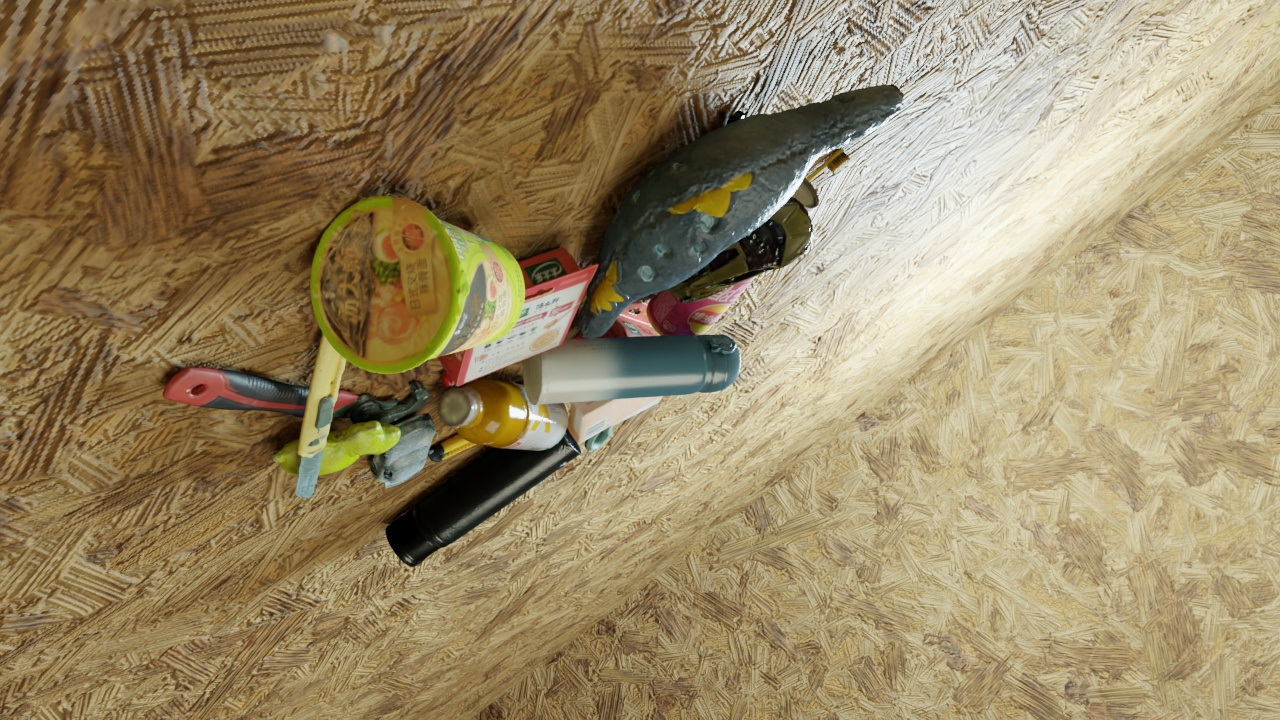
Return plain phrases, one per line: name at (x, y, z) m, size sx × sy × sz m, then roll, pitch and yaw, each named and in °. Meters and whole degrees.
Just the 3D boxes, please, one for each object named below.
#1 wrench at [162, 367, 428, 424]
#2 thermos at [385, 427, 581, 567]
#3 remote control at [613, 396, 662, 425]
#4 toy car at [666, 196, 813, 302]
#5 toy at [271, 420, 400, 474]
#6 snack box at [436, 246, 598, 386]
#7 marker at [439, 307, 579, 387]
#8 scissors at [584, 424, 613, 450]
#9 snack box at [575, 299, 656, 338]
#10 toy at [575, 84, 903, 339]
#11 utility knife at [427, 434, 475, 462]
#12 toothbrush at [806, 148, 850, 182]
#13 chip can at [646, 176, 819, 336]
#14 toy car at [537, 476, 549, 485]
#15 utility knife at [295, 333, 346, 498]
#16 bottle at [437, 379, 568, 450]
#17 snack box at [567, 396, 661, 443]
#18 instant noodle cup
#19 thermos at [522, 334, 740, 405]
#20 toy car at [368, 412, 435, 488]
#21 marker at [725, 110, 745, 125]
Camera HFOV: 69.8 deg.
wrench at (-0.263, 0.031, 0.736) m, size 0.056 × 0.016 × 0.273 m, roll -44°, pitch 161°, yaw 13°
thermos at (-0.189, 0.149, 1.100) m, size 0.242 × 0.068 × 0.090 m, roll -34°, pitch -166°, yaw 3°
remote control at (-0.025, 0.063, 1.226) m, size 0.135 × 0.020 × 0.056 m, roll -25°, pitch 158°, yaw -27°
toy car at (0.086, -0.106, 0.867) m, size 0.158 × 0.070 × 0.042 m, roll -22°, pitch -161°, yaw 28°
toy at (-0.264, 0.078, 0.798) m, size 0.100 × 0.031 × 0.096 m, roll -23°, pitch 162°, yaw 12°
snack box at (-0.108, -0.044, 0.780) m, size 0.113 × 0.044 × 0.127 m, roll -23°, pitch 159°, yaw -32°
marker at (-0.123, -0.018, 0.864) m, size 0.145 × 0.017 × 0.017 m, roll -32°, pitch 161°, yaw -11°
scissors at (-0.006, 0.041, 1.154) m, size 0.169 × 0.019 × 0.172 m, roll -36°, pitch 163°, yaw -40°
snack box at (-0.031, -0.007, 1.005) m, size 0.127 × 0.044 × 0.113 m, roll -41°, pitch 161°, yaw 15°
toy at (0.058, -0.129, 0.776) m, size 0.357 × 0.091 × 0.137 m, roll -35°, pitch 162°, yaw 20°
utility knife at (-0.143, 0.066, 1.035) m, size 0.215 × 0.015 × 0.033 m, roll -25°, pitch 162°, yaw -30°
toothbrush at (0.144, -0.160, 0.981) m, size 0.190 × 0.016 × 0.015 m, roll -38°, pitch 161°, yaw 9°
chip can at (0.090, -0.104, 0.936) m, size 0.071 × 0.071 × 0.211 m, roll -14°, pitch 152°, yaw -48°
toy car at (-0.125, 0.130, 1.171) m, size 0.049 × 0.031 × 0.106 m, roll -39°, pitch -173°, yaw -8°
utility knife at (-0.254, 0.040, 0.728) m, size 0.030 × 0.021 × 0.205 m, roll -15°, pitch 145°, yaw -44°
bottle at (-0.139, 0.055, 0.932) m, size 0.068 × 0.068 × 0.189 m, roll -40°, pitch 161°, yaw 12°
snack box at (-0.008, 0.033, 1.029) m, size 0.157 × 0.026 × 0.085 m, roll -29°, pitch 162°, yaw -20°
instant noodle cup at (-0.140, -0.050, 0.630) m, size 0.112 × 0.111 × 0.123 m, roll -41°, pitch 169°, yaw 17°
thermos at (-0.005, 0.005, 0.920) m, size 0.220 × 0.070 × 0.070 m, roll -3°, pitch 149°, yaw -23°
toy car at (-0.231, 0.089, 0.895) m, size 0.054 × 0.037 × 0.121 m, roll -24°, pitch 163°, yaw -30°
marker at (0.068, -0.173, 0.818) m, size 0.018 × 0.015 × 0.124 m, roll -24°, pitch 157°, yaw -29°
